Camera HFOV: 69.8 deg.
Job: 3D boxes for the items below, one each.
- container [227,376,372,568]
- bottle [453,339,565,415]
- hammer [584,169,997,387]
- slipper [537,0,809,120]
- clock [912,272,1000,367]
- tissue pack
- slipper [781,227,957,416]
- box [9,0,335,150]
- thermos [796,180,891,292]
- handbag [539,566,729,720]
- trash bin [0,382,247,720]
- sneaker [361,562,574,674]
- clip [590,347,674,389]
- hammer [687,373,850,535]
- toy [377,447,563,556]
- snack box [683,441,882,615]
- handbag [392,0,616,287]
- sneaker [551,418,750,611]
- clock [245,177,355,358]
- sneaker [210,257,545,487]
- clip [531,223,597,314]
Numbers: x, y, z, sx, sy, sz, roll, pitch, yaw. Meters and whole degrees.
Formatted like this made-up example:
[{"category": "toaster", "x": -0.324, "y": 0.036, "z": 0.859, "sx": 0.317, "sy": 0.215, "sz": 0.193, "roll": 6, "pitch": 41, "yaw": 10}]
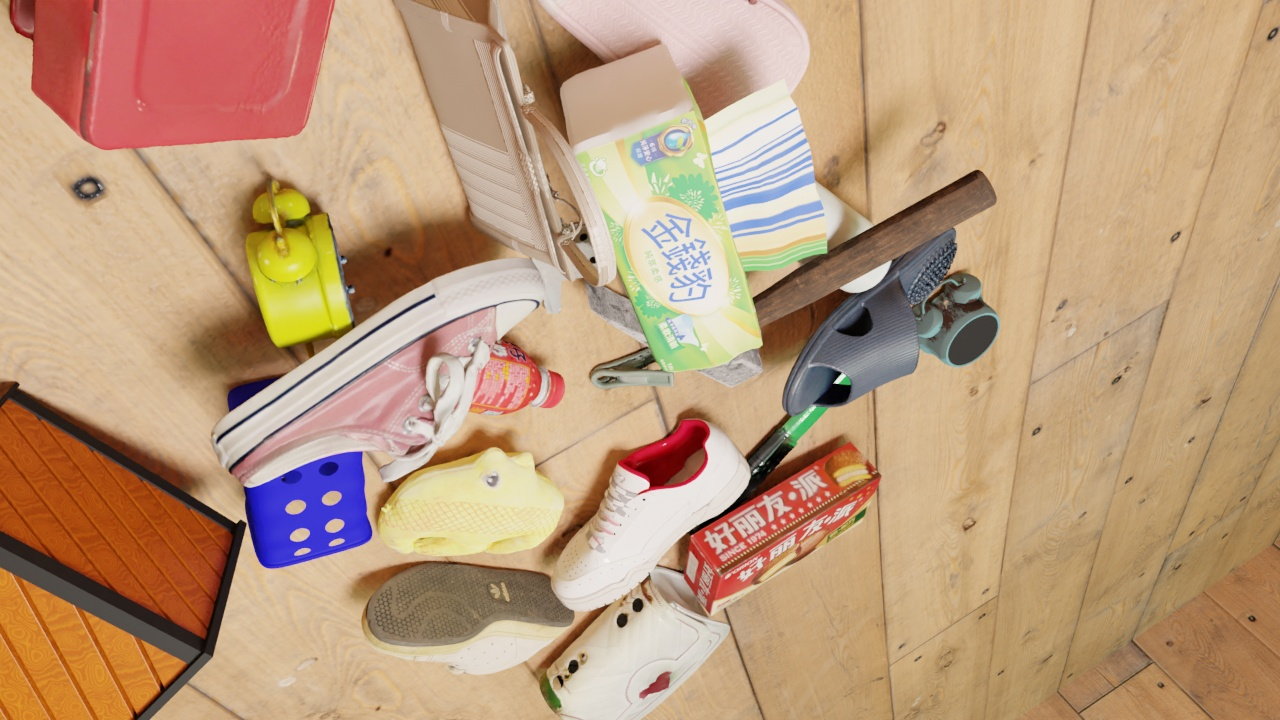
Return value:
[{"category": "container", "x": -0.251, "y": 0.078, "z": 0.677, "sx": 0.084, "sy": 0.085, "sz": 0.114, "roll": -13, "pitch": 132, "yaw": -27}, {"category": "bottle", "x": -0.121, "y": 0.012, "z": 0.725, "sx": 0.137, "sy": 0.062, "sz": 0.062, "roll": 16, "pitch": 117, "yaw": -43}, {"category": "hammer", "x": 0.127, "y": -0.081, "z": 0.740, "sx": 0.301, "sy": 0.037, "sz": 0.217, "roll": -29, "pitch": 146, "yaw": 29}, {"category": "slipper", "x": 0.020, "y": -0.225, "z": 0.611, "sx": 0.221, "sy": 0.055, "sz": 0.107, "roll": 23, "pitch": 113, "yaw": -33}, {"category": "clock", "x": 0.343, "y": -0.044, "z": 1.002, "sx": 0.090, "sy": 0.053, "sz": 0.124, "roll": -43, "pitch": 136, "yaw": 5}, {"category": "tissue pack", "x": 0.047, "y": -0.104, "z": 0.607, "sx": 0.141, "sy": 0.120, "sz": 0.198, "roll": -19, "pitch": 137, "yaw": 5}, {"category": "slipper", "x": 0.240, "y": -0.026, "z": 0.879, "sx": 0.263, "sy": 0.082, "sz": 0.101, "roll": -43, "pitch": 154, "yaw": -19}, {"category": "box", "x": -0.211, "y": -0.189, "z": 0.434, "sx": 0.136, "sy": 0.127, "sz": 0.158, "roll": -3, "pitch": 129, "yaw": -39}, {"category": "thermos", "x": 0.130, "y": -0.123, "z": 0.773, "sx": 0.229, "sy": 0.068, "sz": 0.068, "roll": 22, "pitch": 113, "yaw": -44}, {"category": "handbag", "x": -0.006, "y": 0.343, "z": 1.081, "sx": 0.199, "sy": 0.096, "sz": 0.142, "roll": -47, "pitch": 137, "yaw": 14}, {"category": "trash bin", "x": -0.372, "y": 0.141, "z": 0.567, "sx": 0.140, "sy": 0.139, "sz": 0.172, "roll": -44, "pitch": 117, "yaw": 7}, {"category": "sneaker", "x": -0.179, "y": 0.265, "z": 0.906, "sx": 0.241, "sy": 0.089, "sz": 0.102, "roll": 14, "pitch": 126, "yaw": -47}, {"category": "clip", "x": -0.009, "y": 0.010, "z": 0.827, "sx": 0.075, "sy": 0.061, "sz": 0.023, "roll": -11, "pitch": 133, "yaw": -6}, {"category": "hammer", "x": 0.162, "y": 0.081, "z": 1.009, "sx": 0.319, "sy": 0.032, "sz": 0.130, "roll": -49, "pitch": 138, "yaw": 14}, {"category": "toy", "x": -0.146, "y": 0.131, "z": 0.818, "sx": 0.170, "sy": 0.064, "sz": 0.155, "roll": 10, "pitch": 133, "yaw": -33}, {"category": "snack box", "x": 0.164, "y": 0.194, "z": 1.064, "sx": 0.236, "sy": 0.060, "sz": 0.113, "roll": -26, "pitch": 147, "yaw": -21}, {"category": "handbag", "x": -0.066, "y": -0.116, "z": 0.541, "sx": 0.062, "sy": 0.198, "sz": 0.176, "roll": -26, "pitch": 138, "yaw": -13}, {"category": "sneaker", "x": -0.008, "y": 0.143, "z": 0.910, "sx": 0.236, "sy": 0.090, "sz": 0.104, "roll": -37, "pitch": 130, "yaw": 2}, {"category": "clock", "x": -0.215, "y": -0.060, "z": 0.580, "sx": 0.057, "sy": 0.083, "sz": 0.119, "roll": -13, "pitch": 136, "yaw": -16}, {"category": "sneaker", "x": -0.151, "y": 0.018, "z": 0.602, "sx": 0.240, "sy": 0.088, "sz": 0.118, "roll": -35, "pitch": 175, "yaw": -21}, {"category": "clip", "x": -0.057, "y": -0.078, "z": 0.708, "sx": 0.054, "sy": 0.043, "sz": 0.102, "roll": -16, "pitch": 137, "yaw": -5}]
